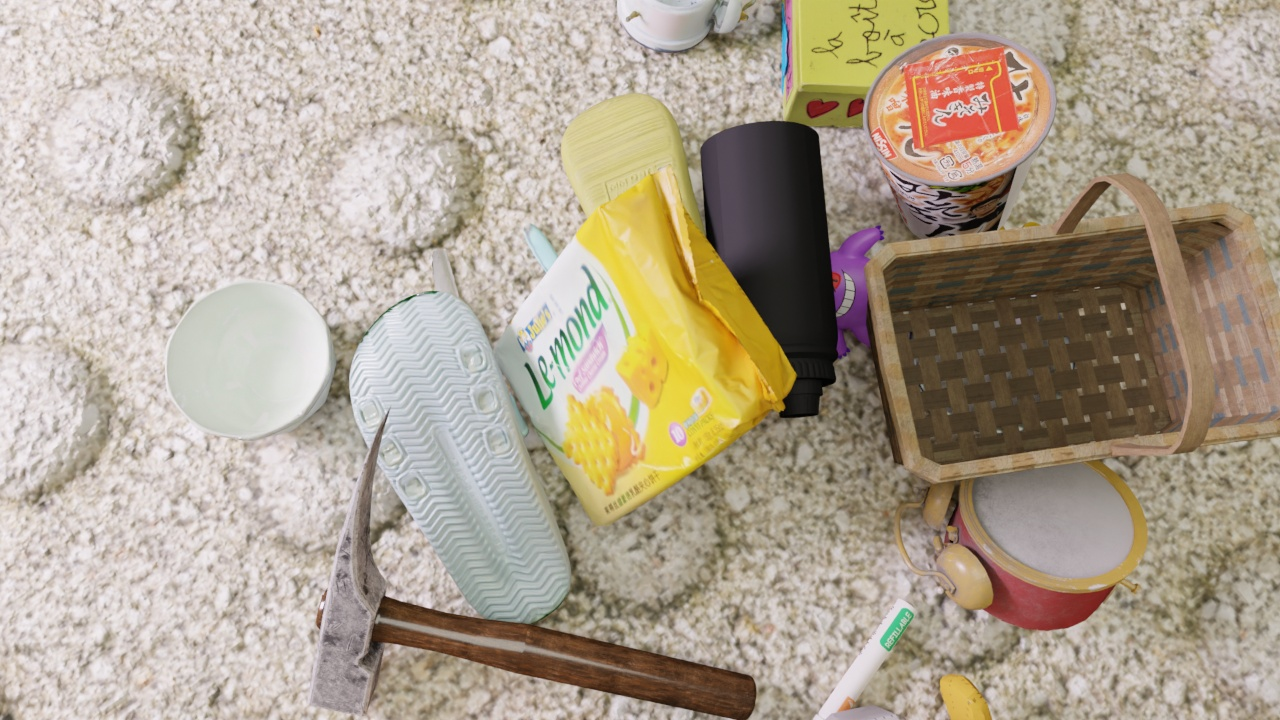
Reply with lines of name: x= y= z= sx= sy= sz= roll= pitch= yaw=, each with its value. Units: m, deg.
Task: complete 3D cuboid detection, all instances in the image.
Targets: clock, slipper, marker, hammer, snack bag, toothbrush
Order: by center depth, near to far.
snack bag: x=-0.004 y=0.003 z=0.597 sx=0.068 sy=0.248 sz=0.159 roll=-24 pitch=79 yaw=-35
hammer: x=-0.056 y=0.164 z=0.607 sx=0.300 sy=0.037 sz=0.218 roll=14 pitch=111 yaw=-6
clock: x=0.255 y=0.125 z=0.635 sx=0.159 sy=0.081 sz=0.116 roll=-1 pitch=48 yaw=1
marker: x=0.147 y=0.231 z=0.646 sx=0.017 sy=0.017 sz=0.145 roll=38 pitch=79 yaw=7
slipper: x=-0.124 y=0.072 z=0.654 sx=0.104 sy=0.074 sz=0.245 roll=-24 pitch=94 yaw=-1
slipper: x=0.005 y=-0.117 z=0.690 sx=0.092 sy=0.081 sz=0.190 roll=-25 pitch=59 yaw=14
toothbrush: x=-0.042 y=-0.034 z=0.707 sx=0.016 sy=0.016 sz=0.180 roll=-32 pitch=78 yaw=-7
clock: x=0.038 y=-0.302 z=0.752 sx=0.117 sy=0.057 sz=0.083 roll=-11 pitch=77 yaw=-11

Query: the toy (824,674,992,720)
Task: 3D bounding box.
toy: x=0.123 y=0.301 z=0.562 sx=0.267 sy=0.141 sz=0.247 roll=-25 pitch=100 yaw=-8

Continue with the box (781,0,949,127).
box: x=0.178 y=-0.301 z=0.742 sx=0.124 sy=0.082 sz=0.220 roll=4 pitch=75 yaw=-1

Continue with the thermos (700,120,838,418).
thermos: x=0.092 y=-0.058 z=0.648 sx=0.086 sy=0.086 sz=0.198 roll=-3 pitch=81 yaw=-2

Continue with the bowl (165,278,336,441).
bowl: x=-0.276 y=0.005 z=0.670 sx=0.117 sy=0.061 sz=0.117 roll=0 pitch=76 yaw=-1

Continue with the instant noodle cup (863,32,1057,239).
instant noodle cup: x=0.231 y=-0.149 z=0.673 sx=0.124 sy=0.122 sz=0.123 roll=-7 pitch=66 yaw=16

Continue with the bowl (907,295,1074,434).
bowl: x=0.249 y=0.001 z=0.680 sx=0.118 sy=0.062 sz=0.118 roll=0 pitch=76 yaw=-1

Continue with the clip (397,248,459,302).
clip: x=-0.163 y=-0.031 z=0.707 sx=0.056 sy=0.046 sz=0.101 roll=-15 pitch=76 yaw=-9

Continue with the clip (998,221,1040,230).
clip: x=0.294 y=-0.091 z=0.727 sx=0.049 sy=0.044 sz=0.054 roll=-14 pitch=73 yaw=-41

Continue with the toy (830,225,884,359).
toy: x=0.156 y=-0.053 z=0.695 sx=0.088 sy=0.055 sz=0.106 roll=12 pitch=111 yaw=-1

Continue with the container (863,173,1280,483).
container: x=0.269 y=-0.013 z=0.554 sx=0.250 sy=0.186 sz=0.157 roll=-7 pitch=76 yaw=-3
